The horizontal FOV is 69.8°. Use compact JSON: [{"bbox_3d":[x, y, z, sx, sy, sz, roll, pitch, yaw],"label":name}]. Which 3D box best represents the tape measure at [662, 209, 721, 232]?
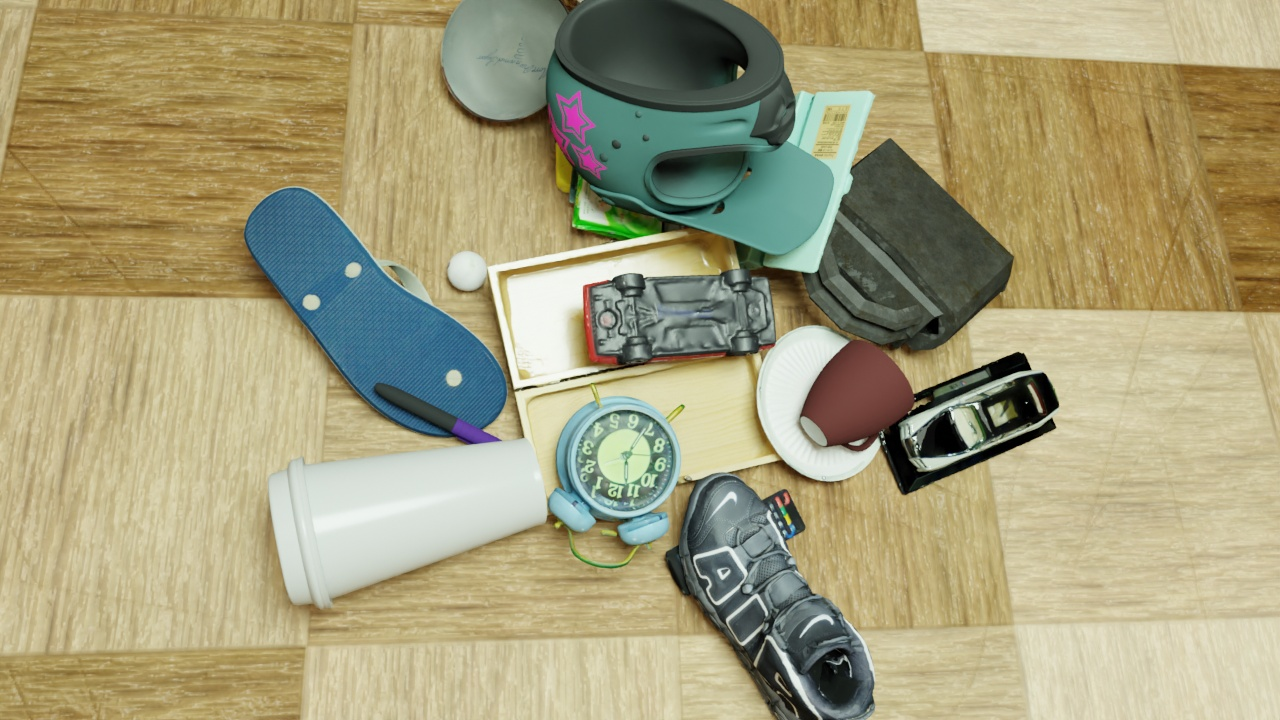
[{"bbox_3d":[0.054,-0.133,0.978,0.062,0.020,0.060,7,71,-4],"label":"tape measure"}]

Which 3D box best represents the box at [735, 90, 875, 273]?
[{"bbox_3d":[0.156,-0.180,0.926,0.052,0.139,0.187,19,87,-23],"label":"box"}]

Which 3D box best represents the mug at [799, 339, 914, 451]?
[{"bbox_3d":[0.201,0.050,0.879,0.088,0.114,0.087,-37,39,-14],"label":"mug"}]

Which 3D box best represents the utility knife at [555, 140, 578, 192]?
[{"bbox_3d":[-0.080,-0.264,1.007,0.028,0.020,0.172,0,72,-10],"label":"utility knife"}]

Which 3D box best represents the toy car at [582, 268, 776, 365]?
[{"bbox_3d":[0.039,-0.041,0.867,0.189,0.056,0.081,-4,84,-15],"label":"toy car"}]

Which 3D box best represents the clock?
[{"bbox_3d":[-0.021,0.107,0.836,0.118,0.060,0.162,11,85,-9],"label":"clock"}]

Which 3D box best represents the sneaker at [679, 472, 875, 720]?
[{"bbox_3d":[0.122,0.212,0.789,0.097,0.151,0.252,-27,86,-18],"label":"sneaker"}]

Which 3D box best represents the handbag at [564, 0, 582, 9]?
[{"bbox_3d":[-0.046,-0.408,0.975,0.198,0.194,0.101,22,101,3],"label":"handbag"}]

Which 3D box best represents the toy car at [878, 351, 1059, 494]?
[{"bbox_3d":[0.339,0.057,0.918,0.191,0.071,0.094,-19,83,-12],"label":"toy car"}]

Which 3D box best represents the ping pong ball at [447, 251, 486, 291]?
[{"bbox_3d":[-0.175,-0.090,0.925,0.040,0.040,0.040,2,71,-6],"label":"ping pong ball"}]

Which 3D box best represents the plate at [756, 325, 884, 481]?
[{"bbox_3d":[0.180,0.042,0.915,0.156,0.014,0.156,5,77,-25],"label":"plate"}]

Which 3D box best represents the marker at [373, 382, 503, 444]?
[{"bbox_3d":[-0.189,0.055,0.864,0.134,0.018,0.015,28,32,-12],"label":"marker"}]

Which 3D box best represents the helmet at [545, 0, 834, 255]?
[{"bbox_3d":[0.042,-0.216,0.860,0.275,0.200,0.176,27,68,24],"label":"helmet"}]

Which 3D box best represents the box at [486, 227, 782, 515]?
[{"bbox_3d":[-0.005,0.004,0.903,0.246,0.068,0.253,-12,79,-10],"label":"box"}]

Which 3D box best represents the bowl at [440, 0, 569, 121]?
[{"bbox_3d":[-0.135,-0.327,0.989,0.151,0.056,0.150,0,92,10],"label":"bowl"}]

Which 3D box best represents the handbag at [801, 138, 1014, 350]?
[{"bbox_3d":[0.250,-0.095,0.945,0.198,0.103,0.197,-36,78,-33],"label":"handbag"}]

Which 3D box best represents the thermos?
[{"bbox_3d":[-0.201,0.132,0.810,0.221,0.132,0.131,-11,73,-19],"label":"thermos"}]

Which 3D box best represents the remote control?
[{"bbox_3d":[0.091,0.173,0.880,0.140,0.021,0.045,-24,85,-18],"label":"remote control"}]

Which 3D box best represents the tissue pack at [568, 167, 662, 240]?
[{"bbox_3d":[-0.023,-0.178,0.968,0.099,0.034,0.113,11,72,-19],"label":"tissue pack"}]

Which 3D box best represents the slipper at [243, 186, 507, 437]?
[{"bbox_3d":[-0.254,-0.039,0.881,0.118,0.060,0.295,-44,99,-6],"label":"slipper"}]
